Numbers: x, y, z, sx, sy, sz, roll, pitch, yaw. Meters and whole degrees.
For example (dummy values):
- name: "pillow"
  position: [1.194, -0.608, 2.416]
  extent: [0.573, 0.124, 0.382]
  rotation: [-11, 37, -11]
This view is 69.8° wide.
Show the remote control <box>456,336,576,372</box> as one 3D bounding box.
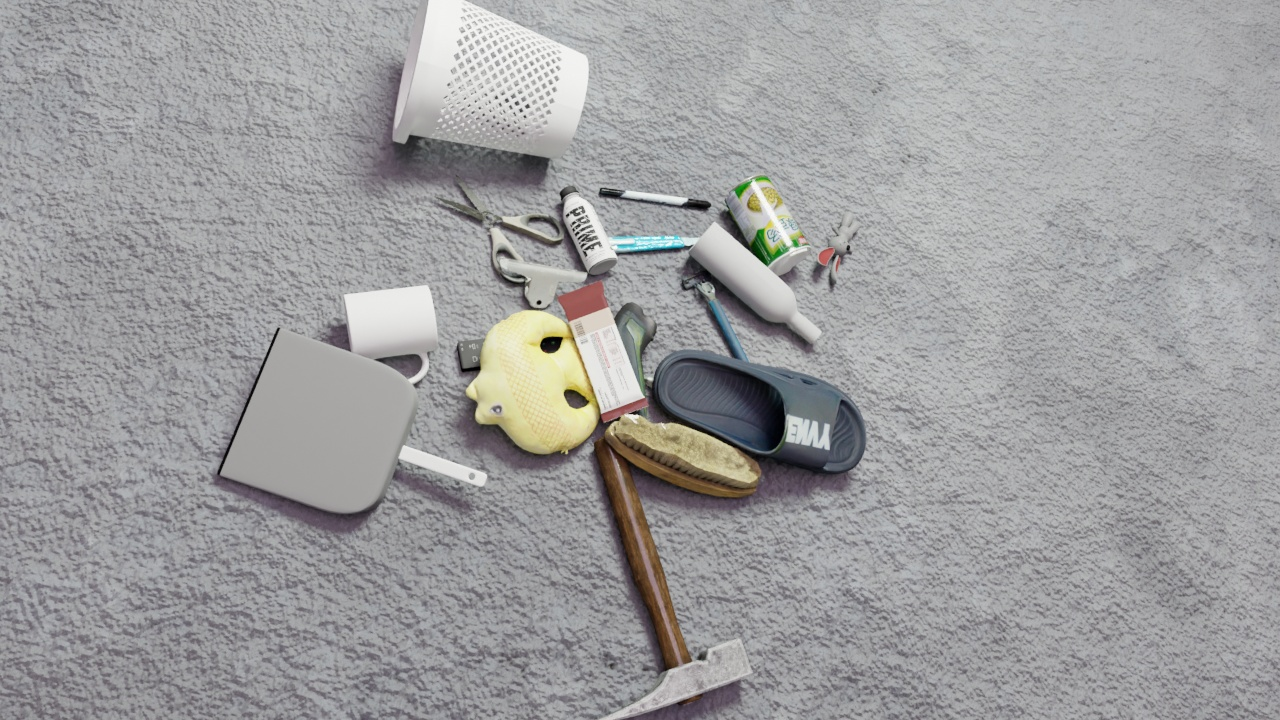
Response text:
- name: "remote control"
  position: [-0.138, -0.014, 1.079]
  extent: [0.150, 0.013, 0.034]
  rotation: [-8, 70, -18]

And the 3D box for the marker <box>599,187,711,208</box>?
- name: "marker"
  position: [0.020, -0.214, 1.210]
  extent: [0.152, 0.011, 0.011]
  rotation: [5, 66, -13]

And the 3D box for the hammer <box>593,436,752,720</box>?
- name: "hammer"
  position: [-0.029, 0.231, 0.993]
  extent: [0.217, 0.037, 0.300]
  rotation: [-12, 71, -20]

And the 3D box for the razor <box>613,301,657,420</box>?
- name: "razor"
  position: [-0.006, 0.006, 1.086]
  extent: [0.067, 0.054, 0.151]
  rotation: [-6, 74, -9]

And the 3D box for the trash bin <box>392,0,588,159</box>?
- name: "trash bin"
  position: [-0.181, -0.338, 1.121]
  extent: [0.199, 0.196, 0.195]
  rotation: [12, 65, -21]

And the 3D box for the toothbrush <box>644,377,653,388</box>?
- name: "toothbrush"
  position: [0.092, 0.052, 1.115]
  extent: [0.189, 0.016, 0.017]
  rotation: [19, 52, -7]

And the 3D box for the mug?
- name: "mug"
  position: [-0.275, -0.023, 1.020]
  extent: [0.090, 0.074, 0.110]
  rotation: [-9, 96, -19]

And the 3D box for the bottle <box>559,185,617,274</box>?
- name: "bottle"
  position: [-0.069, -0.166, 1.147]
  extent: [0.041, 0.041, 0.116]
  rotation: [-19, 74, -22]

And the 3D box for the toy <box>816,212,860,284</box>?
- name: "toy"
  position: [0.269, -0.155, 1.242]
  extent: [0.049, 0.030, 0.111]
  rotation: [47, 57, -25]

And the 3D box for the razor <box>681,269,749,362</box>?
- name: "razor"
  position: [0.103, -0.051, 1.157]
  extent: [0.042, 0.022, 0.144]
  rotation: [-22, 76, -22]

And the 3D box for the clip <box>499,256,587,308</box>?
- name: "clip"
  position: [-0.119, -0.098, 1.107]
  extent: [0.102, 0.052, 0.057]
  rotation: [7, 48, -25]

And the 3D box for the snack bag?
- name: "snack bag"
  position: [-0.044, -0.011, 1.058]
  extent: [0.057, 0.013, 0.158]
  rotation: [-21, 80, -1]

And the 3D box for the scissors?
- name: "scissors"
  position: [-0.169, -0.165, 1.135]
  extent: [0.165, 0.013, 0.157]
  rotation: [-8, 70, -19]

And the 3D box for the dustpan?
- name: "dustpan"
  position: [-0.286, 0.085, 0.966]
  extent: [0.257, 0.033, 0.163]
  rotation: [19, 81, -1]

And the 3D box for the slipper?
- name: "slipper"
  position: [0.146, 0.057, 1.068]
  extent: [0.268, 0.083, 0.110]
  rotation: [19, 92, -4]

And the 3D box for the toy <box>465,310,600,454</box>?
- name: "toy"
  position: [-0.120, 0.029, 1.035]
  extent: [0.154, 0.065, 0.170]
  rotation: [-19, 87, -32]

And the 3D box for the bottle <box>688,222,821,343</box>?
- name: "bottle"
  position: [0.150, -0.093, 1.168]
  extent: [0.195, 0.053, 0.052]
  rotation: [41, 63, -3]

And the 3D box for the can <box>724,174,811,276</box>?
- name: "can"
  position: [0.167, -0.176, 1.202]
  extent: [0.067, 0.067, 0.121]
  rotation: [-21, 74, -23]

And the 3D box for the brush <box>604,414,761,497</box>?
- name: "brush"
  position: [0.052, 0.109, 1.048]
  extent: [0.195, 0.043, 0.059]
  rotation: [23, 45, -16]

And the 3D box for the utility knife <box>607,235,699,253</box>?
- name: "utility knife"
  position: [0.040, -0.151, 1.185]
  extent: [0.178, 0.015, 0.022]
  rotation: [-3, 69, -15]
